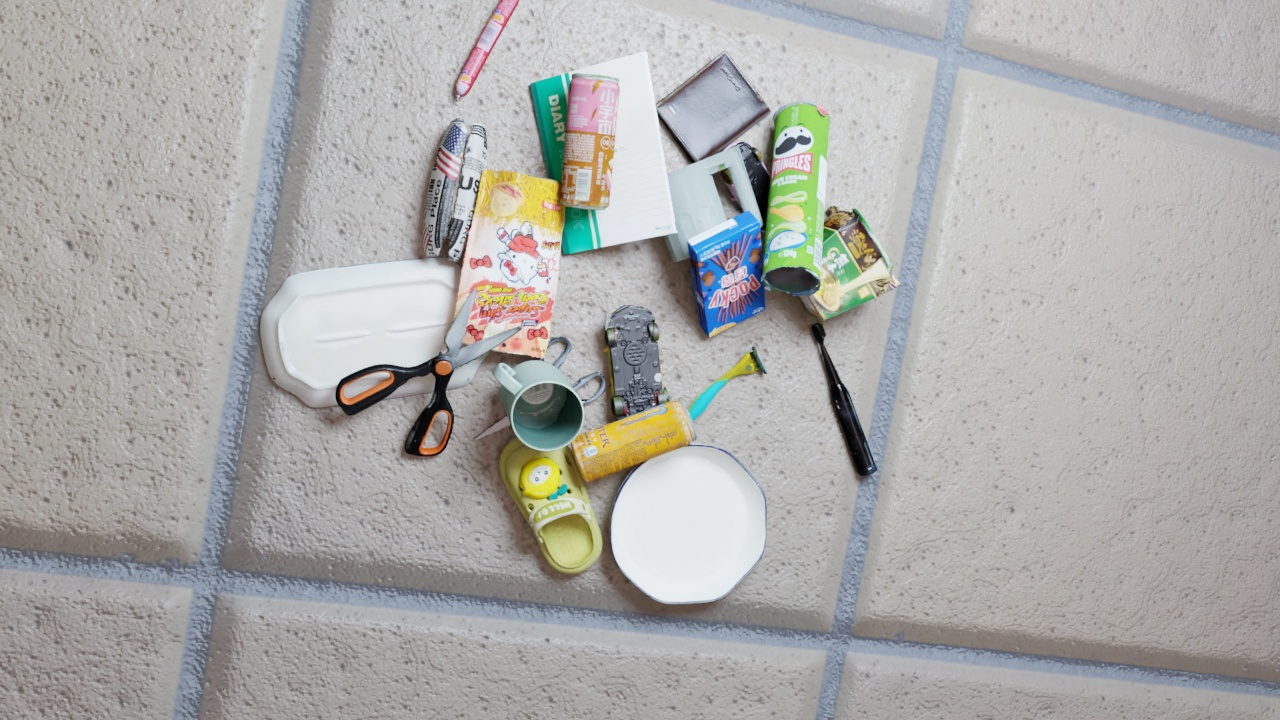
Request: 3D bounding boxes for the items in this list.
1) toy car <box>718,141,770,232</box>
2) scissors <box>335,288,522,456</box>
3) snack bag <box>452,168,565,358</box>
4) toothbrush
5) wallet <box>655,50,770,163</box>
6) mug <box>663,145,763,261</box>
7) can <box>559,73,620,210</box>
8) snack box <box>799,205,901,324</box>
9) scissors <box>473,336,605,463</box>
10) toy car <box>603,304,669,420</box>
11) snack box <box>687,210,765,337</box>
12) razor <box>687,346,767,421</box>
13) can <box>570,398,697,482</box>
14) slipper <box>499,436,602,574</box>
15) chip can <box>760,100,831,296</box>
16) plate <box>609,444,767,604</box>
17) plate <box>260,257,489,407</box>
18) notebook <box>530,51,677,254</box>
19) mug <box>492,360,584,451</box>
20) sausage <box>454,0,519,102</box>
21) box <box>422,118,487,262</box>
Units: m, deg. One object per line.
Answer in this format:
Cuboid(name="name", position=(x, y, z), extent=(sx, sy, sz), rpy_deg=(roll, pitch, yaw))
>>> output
Cuboid(name="toy car", position=(0.140, -0.217, 1.151), extent=(0.056, 0.037, 0.122), rpy_deg=(-40, 114, -8))
Cuboid(name="scissors", position=(-0.239, 0.022, 1.058), extent=(0.220, 0.021, 0.224), rpy_deg=(-10, 121, -9))
Cuboid(name="snack bag", position=(-0.149, -0.112, 1.073), extent=(0.128, 0.073, 0.208), rpy_deg=(9, 91, -30))
Cuboid(name="toothbrush", position=(0.265, 0.050, 1.205), extent=(0.027, 0.026, 0.212), rpy_deg=(-28, 100, -44))
Cuboid(name="wallet", position=(0.089, -0.312, 1.141), extent=(0.122, 0.020, 0.096), rpy_deg=(-40, 101, -9))
Cuboid(name="mug", position=(0.076, -0.187, 1.106), extent=(0.124, 0.083, 0.103), rpy_deg=(-18, 101, 16))
Cuboid(name="can", position=(-0.058, -0.248, 1.045), extent=(0.058, 0.058, 0.147), rpy_deg=(3, 103, -13))
Cuboid(name="snack box", position=(0.241, -0.117, 1.147), extent=(0.105, 0.118, 0.117), rpy_deg=(-34, 101, 2))
Cuboid(name="scissors", position=(-0.121, 0.049, 1.126), extent=(0.171, 0.014, 0.159), rpy_deg=(1, 95, -11))
Cuboid(name="toy car", position=(-0.007, 0.007, 1.132), extent=(0.071, 0.041, 0.156), rpy_deg=(-9, 101, -12))
Cuboid(name="snack box", position=(0.106, -0.101, 1.107), extent=(0.084, 0.026, 0.157), rpy_deg=(-26, 142, -10))
Cuboid(name="razor", position=(0.103, 0.036, 1.166), extent=(0.132, 0.028, 0.043), rpy_deg=(-40, 132, -9))
Cuboid(name="can", position=(-0.009, 0.096, 1.105), extent=(0.146, 0.058, 0.058), rpy_deg=(-20, 98, -5))
Cuboid(name="slipper", position=(-0.099, 0.176, 1.108), extent=(0.091, 0.082, 0.190), rpy_deg=(-25, 102, -12))
Cuboid(name="chip can", position=(0.187, -0.195, 1.097), extent=(0.072, 0.072, 0.235), rpy_deg=(13, 67, -13))
Cuboid(name="plate", position=(0.059, 0.204, 1.162), extent=(0.204, 0.045, 0.205), rpy_deg=(-1, 94, -12))
Cuboid(name="plate", position=(-0.304, -0.033, 1.068), extent=(0.265, 0.034, 0.162), rpy_deg=(-7, 96, -12))
Cuboid(name="notebook", position=(-0.044, -0.240, 1.080), extent=(0.151, 0.012, 0.209), rpy_deg=(-8, 97, 22))
Cuboid(name="mug", position=(-0.126, 0.041, 1.057), extent=(0.111, 0.106, 0.082), rpy_deg=(40, 92, -22))
Cuboid(name="sausage", position=(-0.181, -0.373, 1.076), extent=(0.020, 0.020, 0.156), rpy_deg=(29, 88, -13))
Cuboid(name="box", position=(-0.224, -0.199, 1.057), extent=(0.079, 0.074, 0.163), rpy_deg=(14, 94, -5))
